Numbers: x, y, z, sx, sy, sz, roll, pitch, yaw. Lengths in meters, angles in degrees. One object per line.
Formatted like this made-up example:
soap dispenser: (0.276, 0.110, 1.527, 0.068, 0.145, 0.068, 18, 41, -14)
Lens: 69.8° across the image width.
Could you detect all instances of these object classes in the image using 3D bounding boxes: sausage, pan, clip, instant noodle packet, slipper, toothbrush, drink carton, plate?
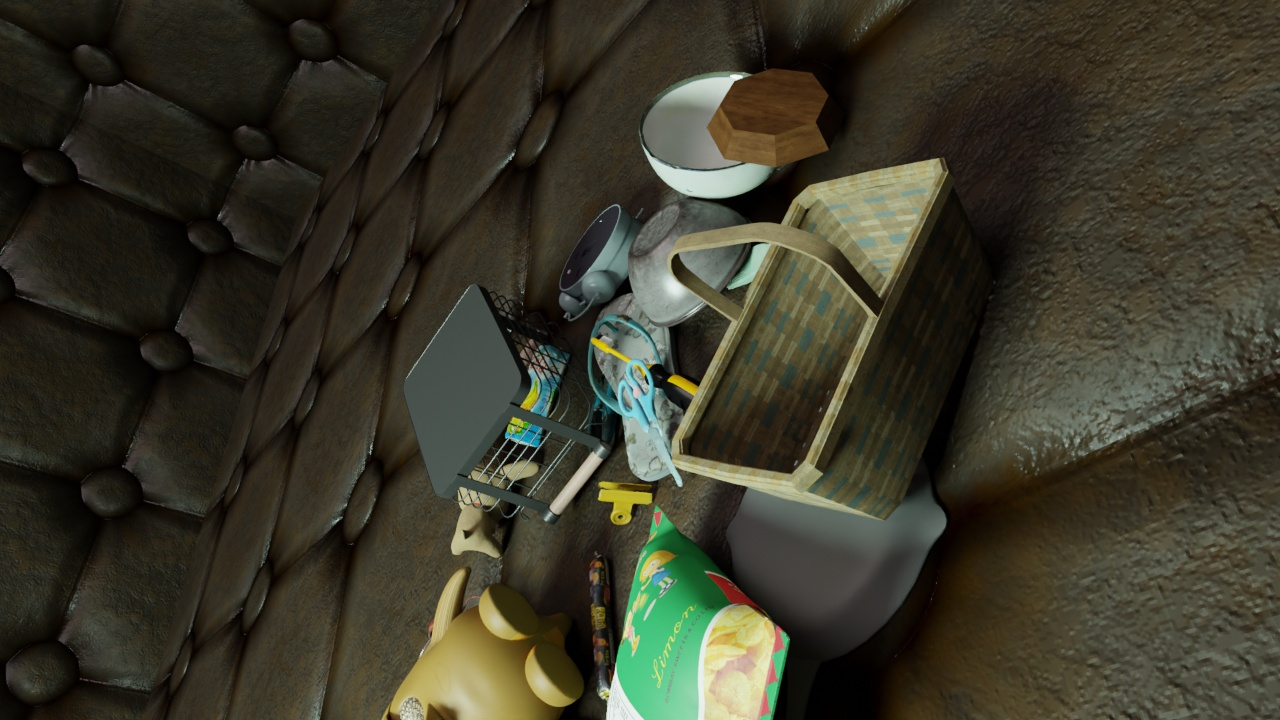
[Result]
sausage: (-0.036, 0.247, 0.858, 0.020, 0.020, 0.155, -43, 36, 33)
pan: (0.117, 0.179, 0.664, 0.217, 0.024, 0.353, -17, 55, 52)
clip: (-0.017, 0.132, 0.899, 0.047, 0.053, 0.039, 103, 167, -47)
instant noodle packet: (0.032, 0.236, 0.662, 0.253, 0.090, 0.195, -152, 72, -71)
slipper: (-0.006, 0.006, 0.949, 0.098, 0.054, 0.268, -38, 40, 17)
toothbrush: (0.016, 0.015, 0.890, 0.030, 0.031, 0.197, -43, 46, -20)
drink carton: (-0.126, 0.042, 1.133, 0.044, 0.038, 0.128, 0, 69, 58)
plate: (0.128, -0.237, 0.874, 0.131, 0.025, 0.131, -6, 52, 8)

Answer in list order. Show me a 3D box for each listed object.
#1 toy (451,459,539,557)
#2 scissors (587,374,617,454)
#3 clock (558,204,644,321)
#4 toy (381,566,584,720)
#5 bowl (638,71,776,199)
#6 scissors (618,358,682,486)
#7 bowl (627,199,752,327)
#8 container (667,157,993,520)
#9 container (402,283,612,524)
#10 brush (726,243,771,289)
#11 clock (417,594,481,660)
toy: (-0.191, 0.174, 1.091, 0.106, 0.134, 0.108, 82, -168, -61)
scissors: (-0.043, 0.041, 1.023, 0.137, 0.019, 0.129, -59, 30, 6)
clock: (-0.049, -0.114, 1.097, 0.123, 0.045, 0.159, -26, 38, 54)
toy: (-0.162, 0.319, 0.851, 0.203, 0.162, 0.198, -44, 73, 8)
bowl: (0.079, -0.220, 0.935, 0.153, 0.073, 0.153, -6, 53, 7)
scissors: (0.009, 0.065, 0.868, 0.063, 0.015, 0.138, -51, 48, 40)
bowl: (0.038, -0.110, 0.926, 0.145, 0.067, 0.144, -39, 26, 23)
container: (0.114, -0.030, 0.629, 0.158, 0.186, 0.249, 2, 60, 58)
container: (-0.149, 0.047, 1.013, 0.163, 0.130, 0.241, -52, 39, 16)
brush: (0.157, -0.118, 0.834, 0.218, 0.012, 0.033, -28, 46, 44)
clock: (-0.190, 0.332, 0.985, 0.121, 0.072, 0.157, -11, 60, 55)
